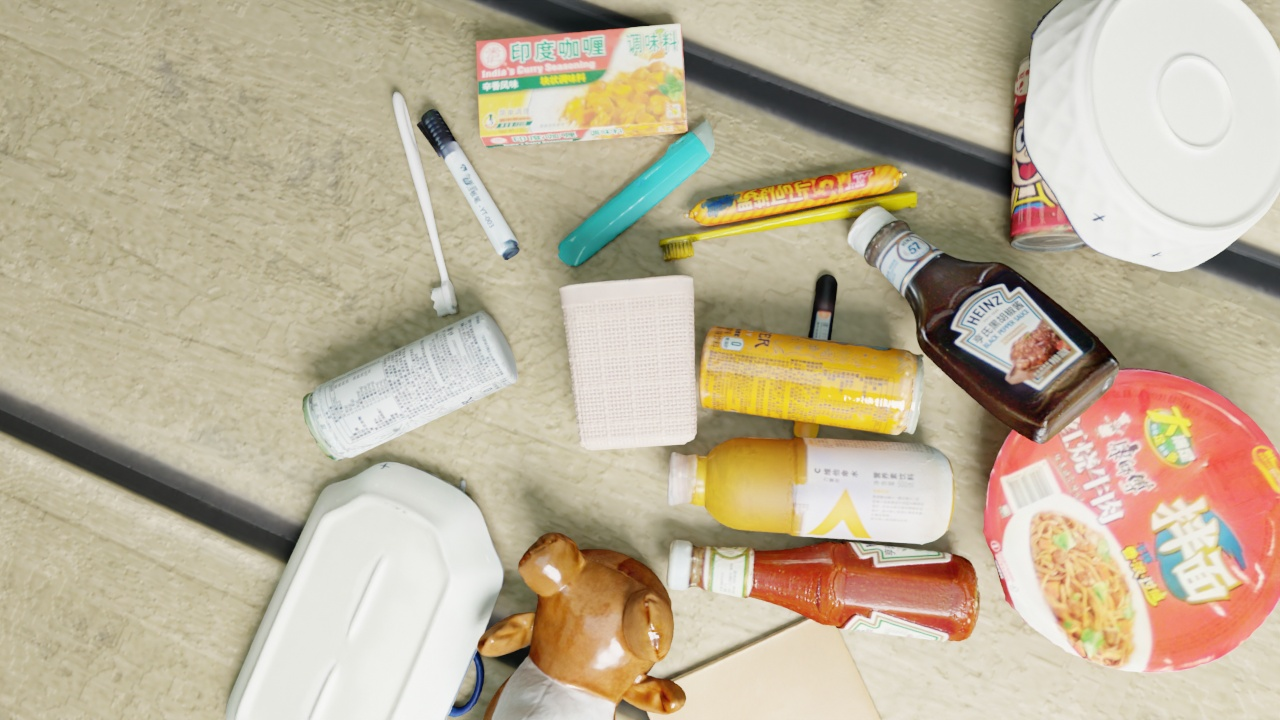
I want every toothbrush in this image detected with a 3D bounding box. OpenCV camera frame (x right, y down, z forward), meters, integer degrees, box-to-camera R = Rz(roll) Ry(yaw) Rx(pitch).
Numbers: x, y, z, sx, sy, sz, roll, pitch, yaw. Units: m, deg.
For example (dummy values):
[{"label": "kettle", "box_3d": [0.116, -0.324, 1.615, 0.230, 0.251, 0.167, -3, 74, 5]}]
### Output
[{"label": "toothbrush", "box_3d": [0.108, -0.099, 0.675, 0.190, 0.015, 0.016, -11, 88, 3]}, {"label": "toothbrush", "box_3d": [-0.168, -0.120, 0.700, 0.016, 0.016, 0.180, -16, 84, 9]}]

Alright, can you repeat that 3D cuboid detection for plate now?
[{"label": "plate", "box_3d": [0.353, -0.165, 0.613, 0.204, 0.046, 0.205, 1, 86, -17]}, {"label": "plate", "box_3d": [-0.205, 0.204, 0.652, 0.162, 0.034, 0.265, 24, 88, 14]}]

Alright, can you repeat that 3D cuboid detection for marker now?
[{"label": "marker", "box_3d": [0.128, -0.002, 0.666, 0.018, 0.015, 0.123, 9, 83, 7]}, {"label": "marker", "box_3d": [-0.131, -0.133, 0.697, 0.023, 0.018, 0.130, -32, 82, 10]}]

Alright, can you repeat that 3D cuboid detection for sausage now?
[{"label": "sausage", "box_3d": [0.113, -0.121, 0.673, 0.165, 0.021, 0.021, -11, 84, 4]}]

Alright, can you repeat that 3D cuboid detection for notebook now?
[{"label": "notebook", "box_3d": [0.110, 0.302, 0.639, 0.149, 0.012, 0.211, -25, 83, 1]}]

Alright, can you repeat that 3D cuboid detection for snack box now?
[{"label": "snack box", "box_3d": [-0.044, -0.206, 0.691, 0.156, 0.027, 0.077, -4, 83, 4]}]

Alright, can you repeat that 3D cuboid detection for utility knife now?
[{"label": "utility knife", "box_3d": [-0.002, -0.124, 0.689, 0.151, 0.013, 0.029, -39, 80, 2]}]

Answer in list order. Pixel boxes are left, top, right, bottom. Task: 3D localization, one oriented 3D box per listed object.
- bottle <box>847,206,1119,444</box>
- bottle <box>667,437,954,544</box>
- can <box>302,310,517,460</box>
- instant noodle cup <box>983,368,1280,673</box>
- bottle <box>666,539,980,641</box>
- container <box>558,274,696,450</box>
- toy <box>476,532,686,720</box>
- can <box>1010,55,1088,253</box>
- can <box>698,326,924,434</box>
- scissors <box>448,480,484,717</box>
[{"label": "bottle", "box_3d": [0.217, -0.034, 0.613, 0.080, 0.044, 0.195, -39, 59, -2]}, {"label": "bottle", "box_3d": [0.114, 0.087, 0.630, 0.189, 0.068, 0.068, 3, 85, 5]}, {"label": "can", "box_3d": [-0.165, 0.018, 0.665, 0.147, 0.058, 0.058, -25, 83, 2]}, {"label": "instant noodle cup", "box_3d": [0.320, 0.104, 0.614, 0.194, 0.066, 0.193, 0, 85, 3]}, {"label": "bottle", "box_3d": [0.121, 0.151, 0.630, 0.206, 0.060, 0.059, 6, 85, 6]}, {"label": "container", "box_3d": [-0.004, 0.004, 0.640, 0.090, 0.090, 0.111, -4, 88, 4]}, {"label": "toy", "box_3d": [-0.049, 0.225, 0.609, 0.140, 0.130, 0.199, 26, 97, 23]}, {"label": "can", "box_3d": [0.290, -0.146, 0.645, 0.053, 0.053, 0.132, 3, 85, 5]}, {"label": "can", "box_3d": [0.115, 0.013, 0.626, 0.146, 0.058, 0.058, 8, 85, 12]}, {"label": "scissors", "box_3d": [-0.156, 0.174, 0.673, 0.125, 0.012, 0.173, -23, 81, 3]}]
